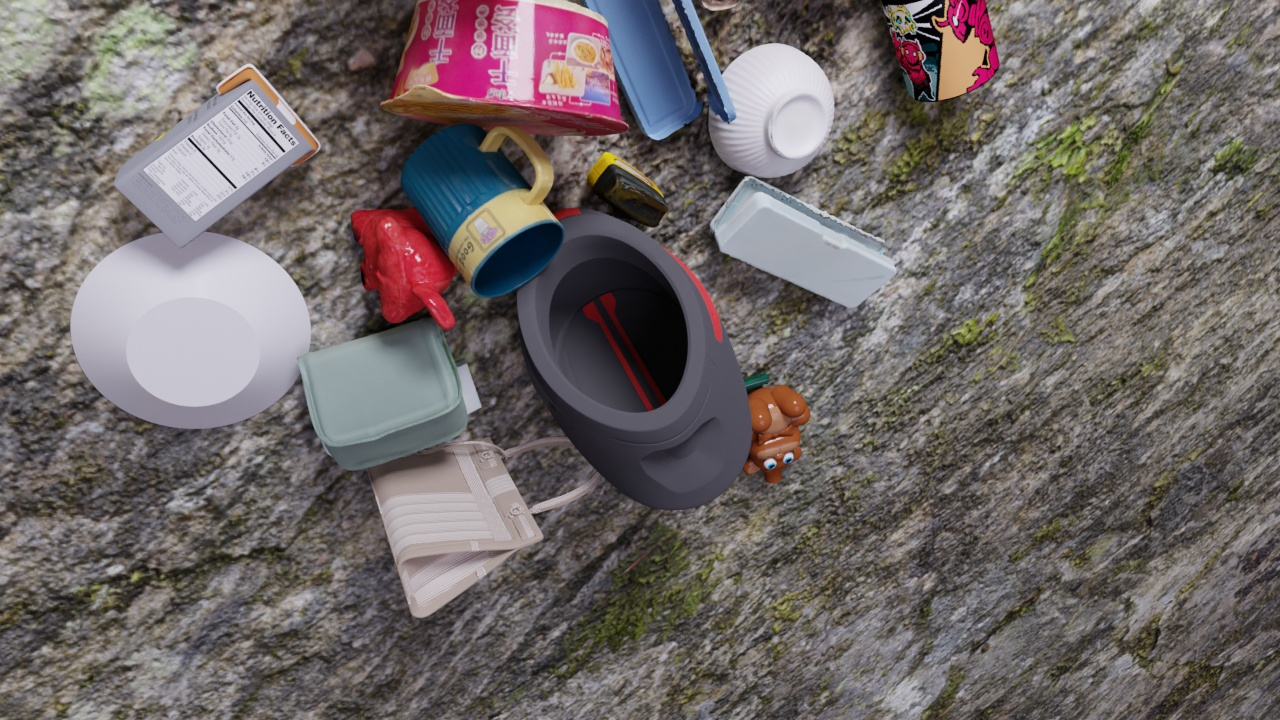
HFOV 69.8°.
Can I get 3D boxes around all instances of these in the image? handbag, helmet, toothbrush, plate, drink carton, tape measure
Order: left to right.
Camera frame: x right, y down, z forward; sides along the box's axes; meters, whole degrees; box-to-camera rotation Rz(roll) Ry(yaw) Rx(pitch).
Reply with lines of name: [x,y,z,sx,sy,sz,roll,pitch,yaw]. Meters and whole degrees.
plate: [-0.351,-0.013,0.724,0.173,0.036,0.174,-10,119,-19]
drink carton: [-0.306,-0.148,0.666,0.125,0.048,0.076,-38,124,-1]
handbag: [-0.212,0.026,0.769,0.121,0.106,0.067,-19,156,-13]
handbag: [-0.128,0.116,0.809,0.197,0.175,0.062,-17,121,-17]
tape measure: [-0.015,-0.145,0.786,0.065,0.064,0.037,23,112,-40]
helmet: [-0.005,0.005,0.795,0.164,0.170,0.264,-30,82,-1]
toothbrush: [0.046,0.047,0.940,0.189,0.016,0.017,-17,103,-15]

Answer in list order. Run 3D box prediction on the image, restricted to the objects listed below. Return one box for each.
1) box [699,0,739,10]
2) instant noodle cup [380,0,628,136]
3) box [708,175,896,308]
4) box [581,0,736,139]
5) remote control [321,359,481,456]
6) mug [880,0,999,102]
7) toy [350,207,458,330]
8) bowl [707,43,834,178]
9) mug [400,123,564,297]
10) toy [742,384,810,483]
box: [0.047,-0.372,0.718,0.058,0.062,0.188,-6,124,8]
instant noodle cup: [-0.094,-0.212,0.663,0.178,0.179,0.078,1,98,-24]
box: [0.159,-0.106,0.885,0.198,0.066,0.083,16,110,-34]
box: [0.001,-0.270,0.727,0.074,0.077,0.209,-31,123,-2]
remote control: [-0.216,0.048,0.823,0.143,0.024,0.050,-21,122,-13]
mug: [0.277,-0.308,0.826,0.117,0.082,0.098,-51,129,-26]
toy: [-0.165,-0.078,0.723,0.093,0.133,0.088,-15,131,-27]
bowl: [0.125,-0.214,0.811,0.118,0.062,0.118,-10,119,-19]
mug: [-0.111,-0.123,0.684,0.083,0.107,0.114,-16,154,-51]
toy: [0.139,0.085,0.976,0.095,0.065,0.128,-16,126,-8]
